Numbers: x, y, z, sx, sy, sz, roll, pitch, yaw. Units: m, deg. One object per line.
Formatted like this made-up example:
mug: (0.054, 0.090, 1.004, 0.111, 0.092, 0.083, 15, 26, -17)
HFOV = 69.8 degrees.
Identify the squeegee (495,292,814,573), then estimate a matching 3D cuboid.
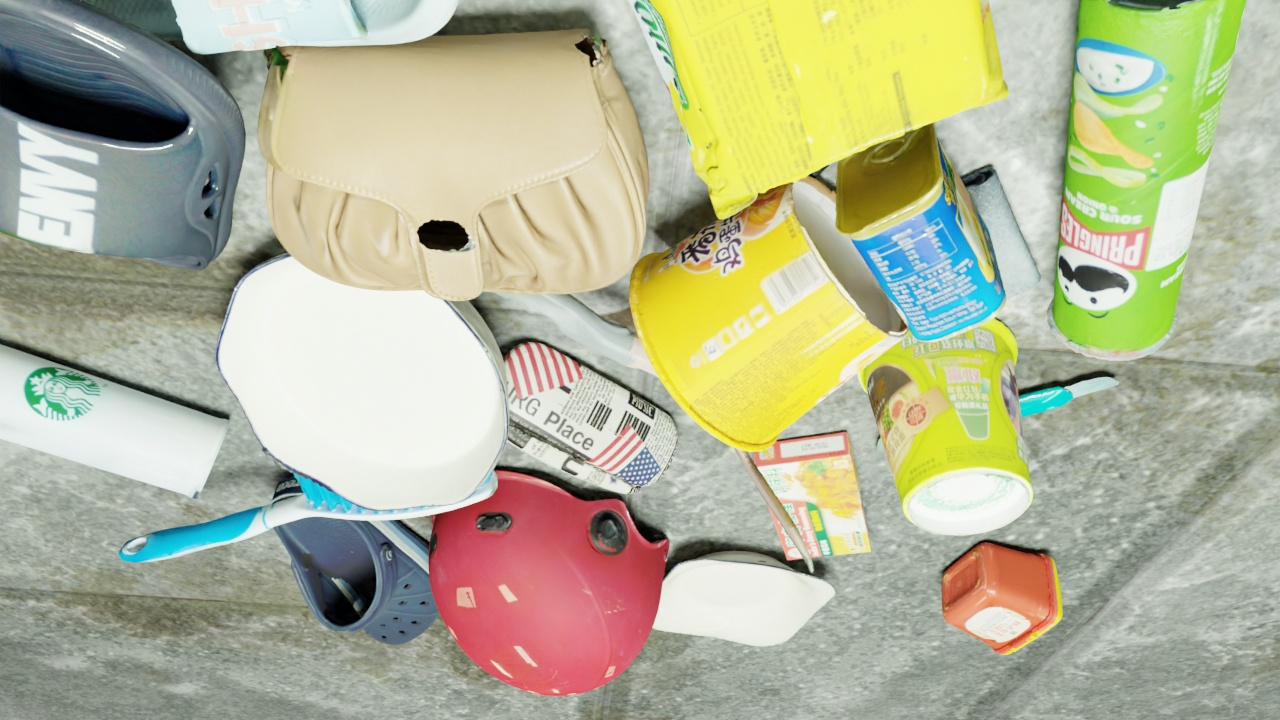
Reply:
squeegee: (-0.003, 0.003, 0.583, 0.249, 0.247, 0.040, 37, 97, -12)

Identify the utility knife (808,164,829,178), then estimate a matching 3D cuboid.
utility knife: (0.059, -0.167, 0.462, 0.033, 0.015, 0.202, -18, 135, 19)

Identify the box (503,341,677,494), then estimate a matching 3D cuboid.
box: (-0.048, 0.043, 0.698, 0.162, 0.075, 0.086, 33, 100, -27)

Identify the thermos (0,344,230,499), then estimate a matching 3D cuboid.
thermos: (-0.433, 0.037, 0.687, 0.224, 0.073, 0.073, 24, 135, -22)

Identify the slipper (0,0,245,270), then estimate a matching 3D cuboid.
slipper: (-0.264, -0.083, 0.462, 0.110, 0.083, 0.269, 17, 161, -16)

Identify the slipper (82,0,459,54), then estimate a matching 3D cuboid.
slipper: (-0.198, -0.183, 0.394, 0.245, 0.074, 0.104, -1, 114, 8)

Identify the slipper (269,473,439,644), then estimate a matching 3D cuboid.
slipper: (-0.257, 0.200, 0.851, 0.105, 0.095, 0.253, -6, 135, 13)

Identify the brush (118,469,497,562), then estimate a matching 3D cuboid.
brush: (-0.265, 0.108, 0.729, 0.314, 0.060, 0.110, -6, 141, -9)

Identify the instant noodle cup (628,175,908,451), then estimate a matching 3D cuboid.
instant noodle cup: (0.078, -0.033, 0.530, 0.138, 0.137, 0.110, 34, 127, -31)

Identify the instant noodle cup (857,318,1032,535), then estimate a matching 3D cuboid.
instant noodle cup: (0.211, 0.047, 0.622, 0.112, 0.123, 0.112, 2, 139, 1)

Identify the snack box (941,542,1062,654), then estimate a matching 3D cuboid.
snack box: (0.333, 0.220, 0.855, 0.080, 0.081, 0.091, 21, 136, -7)

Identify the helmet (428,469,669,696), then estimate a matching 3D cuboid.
helmet: (-0.091, 0.213, 0.822, 0.207, 0.143, 0.240, -25, 131, 31)

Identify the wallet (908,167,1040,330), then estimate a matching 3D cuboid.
wallet: (0.178, -0.062, 0.579, 0.121, 0.019, 0.097, -21, 132, 27)

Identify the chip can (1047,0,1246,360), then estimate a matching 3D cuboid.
chip can: (0.262, -0.102, 0.486, 0.072, 0.072, 0.236, -9, 138, 12)

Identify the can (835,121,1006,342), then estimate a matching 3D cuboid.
can: (0.150, -0.071, 0.491, 0.057, 0.101, 0.083, -25, 119, 28)

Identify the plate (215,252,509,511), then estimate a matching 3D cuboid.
plate: (-0.181, 0.011, 0.621, 0.205, 0.045, 0.205, 7, 124, 11)

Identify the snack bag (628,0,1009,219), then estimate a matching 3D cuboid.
snack bag: (0.065, -0.183, 0.389, 0.158, 0.068, 0.246, -19, 131, 13)

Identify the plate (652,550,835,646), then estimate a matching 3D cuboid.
plate: (0.094, 0.231, 0.911, 0.163, 0.034, 0.165, 12, 138, -11)

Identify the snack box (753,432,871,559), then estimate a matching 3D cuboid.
snack box: (0.149, 0.119, 0.784, 0.077, 0.027, 0.156, -9, 138, 15)

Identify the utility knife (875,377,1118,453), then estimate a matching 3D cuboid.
utility knife: (0.264, 0.041, 0.697, 0.183, 0.013, 0.029, -18, 139, 24)

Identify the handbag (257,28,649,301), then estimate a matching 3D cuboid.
handbag: (-0.098, -0.098, 0.486, 0.204, 0.099, 0.148, 0, 138, 3)
